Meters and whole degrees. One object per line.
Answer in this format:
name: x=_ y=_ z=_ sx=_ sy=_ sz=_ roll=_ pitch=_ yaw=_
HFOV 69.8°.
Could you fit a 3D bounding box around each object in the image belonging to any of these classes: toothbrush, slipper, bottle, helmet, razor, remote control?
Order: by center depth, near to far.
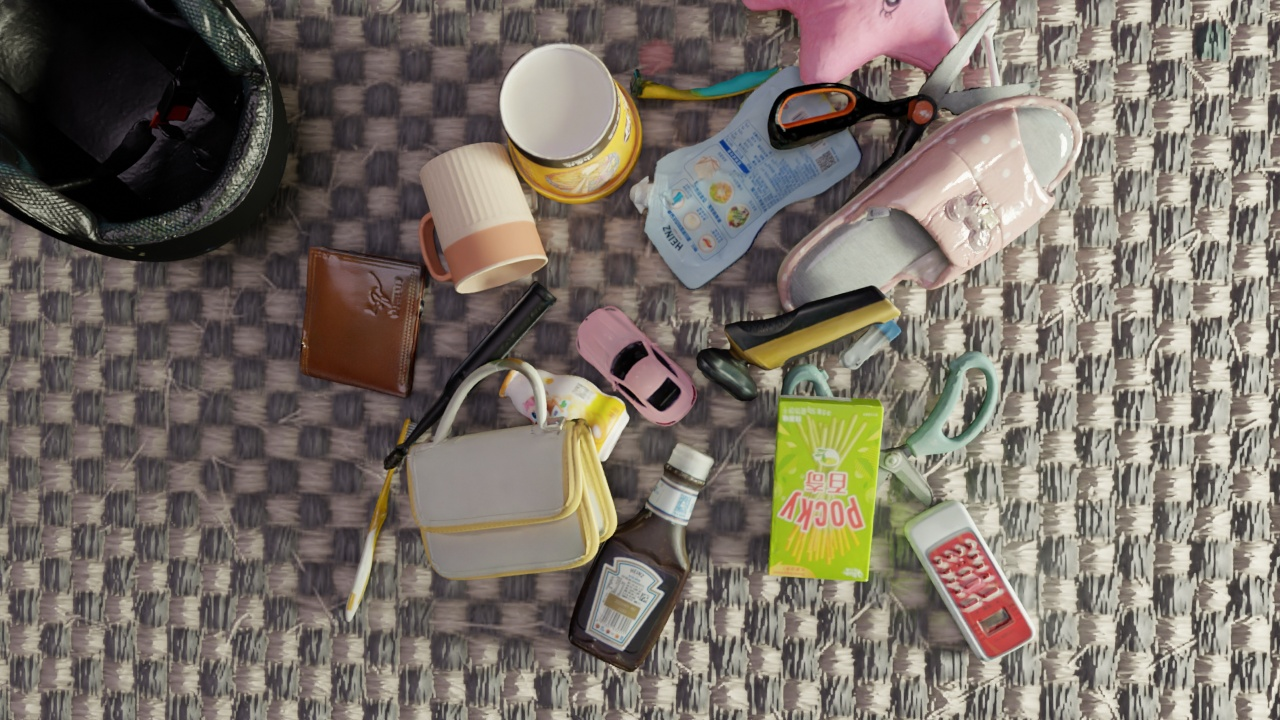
helmet: x=-0.415 y=-0.202 z=0.735 sx=0.274 sy=0.230 sz=0.233 roll=42 pitch=78 yaw=3
slipper: x=0.235 y=-0.114 z=0.746 sx=0.275 sy=0.054 sz=0.114 roll=-32 pitch=118 yaw=9
razor: x=0.129 y=-0.017 z=0.754 sx=0.168 sy=0.062 sz=0.067 roll=-22 pitch=81 yaw=19
remote control: x=0.279 y=0.187 z=0.780 sx=0.056 sy=0.020 sz=0.136 roll=-29 pitch=88 yaw=5
toothbrush: x=0.307 y=-0.213 z=0.781 sx=0.016 sy=0.016 sz=0.180 roll=-8 pitch=90 yaw=8
bottle: x=-0.067 y=0.042 z=0.788 sx=0.108 sy=0.063 sz=0.063 roll=29 pitch=92 yaw=5
bottle: x=0.007 y=0.165 z=0.791 sx=0.080 sy=0.044 sz=0.195 roll=25 pitch=91 yaw=4
razor: x=0.057 y=-0.240 z=0.796 sx=0.132 sy=0.043 sz=0.028 roll=-4 pitch=114 yaw=0
toothbrush: x=-0.154 y=0.016 z=0.807 sx=0.026 sy=0.027 sz=0.212 roll=42 pitch=90 yaw=-14
toothbrush: x=-0.232 y=0.145 z=0.825 sx=0.018 sy=0.016 sz=0.191 roll=17 pitch=91 yaw=-4

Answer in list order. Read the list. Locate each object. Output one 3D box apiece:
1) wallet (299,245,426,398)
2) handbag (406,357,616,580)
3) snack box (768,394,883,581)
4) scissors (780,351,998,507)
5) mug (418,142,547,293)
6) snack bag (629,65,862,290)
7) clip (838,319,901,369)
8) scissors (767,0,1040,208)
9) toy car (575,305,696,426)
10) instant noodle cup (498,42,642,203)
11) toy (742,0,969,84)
wallet: x=-0.245 y=-0.035 z=0.812 sx=0.101 sy=0.032 sz=0.124 roll=10 pitch=102 yaw=1
handbag: x=-0.118 y=0.089 z=0.756 sx=0.164 sy=0.063 sz=0.179 roll=-9 pitch=104 yaw=19
snack box: x=0.154 y=0.108 z=0.771 sx=0.086 sy=0.026 sz=0.156 roll=3 pitch=103 yaw=5
scissors: x=0.207 y=0.041 z=0.777 sx=0.170 sy=0.019 sz=0.171 roll=35 pitch=102 yaw=-5
mug: x=-0.147 y=-0.116 z=0.793 sx=0.115 sy=0.081 sz=0.106 roll=-22 pitch=86 yaw=34
snack bag: x=0.087 y=-0.156 z=0.788 sx=0.191 sy=0.039 sz=0.110 roll=-37 pitch=98 yaw=4
clip: x=0.196 y=-0.014 z=0.790 sx=0.058 sy=0.036 sz=0.026 roll=-43 pitch=89 yaw=0
scissors: x=0.208 y=-0.193 z=0.749 sx=0.228 sy=0.021 sz=0.221 roll=12 pitch=111 yaw=-12
toy car: x=-0.005 y=0.005 z=0.796 sx=0.122 sy=0.037 sz=0.056 roll=43 pitch=91 yaw=5
instant noodle cup: x=-0.061 y=-0.199 z=0.762 sx=0.118 sy=0.114 sz=0.118 roll=0 pitch=89 yaw=4
toy: x=0.185 y=-0.293 z=0.761 sx=0.194 sy=0.074 sz=0.178 roll=26 pitch=84 yaw=4
